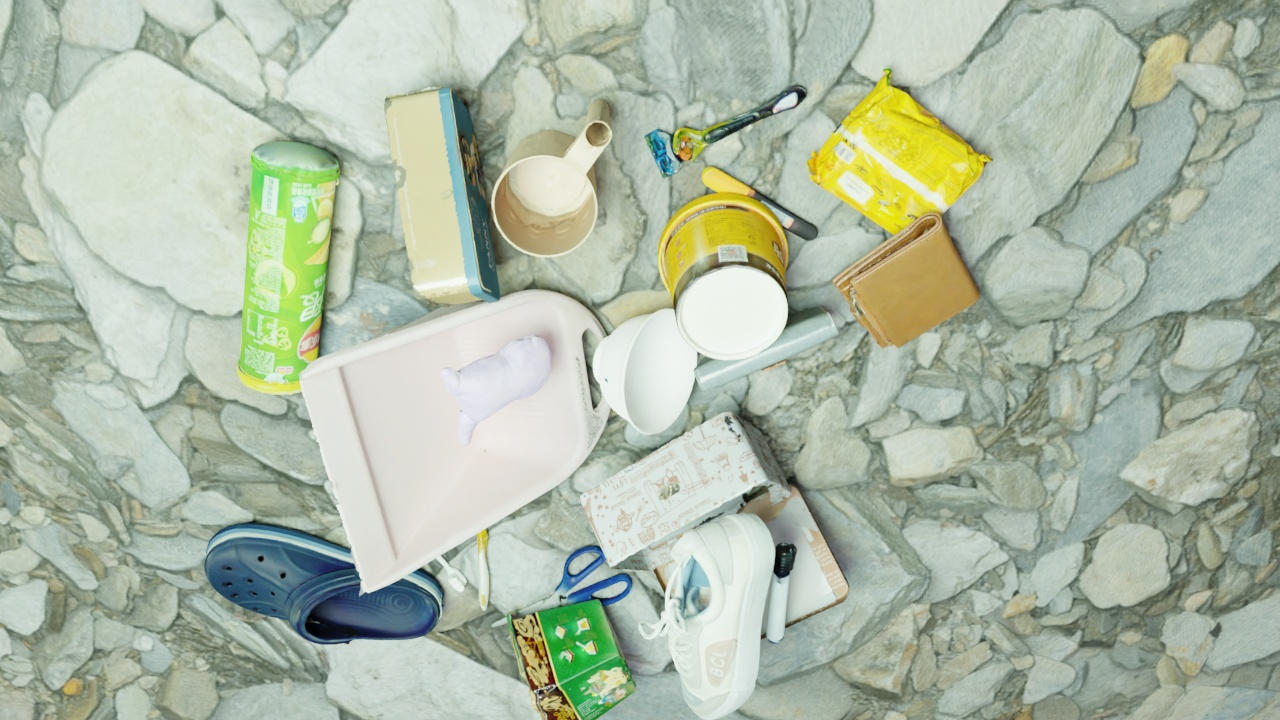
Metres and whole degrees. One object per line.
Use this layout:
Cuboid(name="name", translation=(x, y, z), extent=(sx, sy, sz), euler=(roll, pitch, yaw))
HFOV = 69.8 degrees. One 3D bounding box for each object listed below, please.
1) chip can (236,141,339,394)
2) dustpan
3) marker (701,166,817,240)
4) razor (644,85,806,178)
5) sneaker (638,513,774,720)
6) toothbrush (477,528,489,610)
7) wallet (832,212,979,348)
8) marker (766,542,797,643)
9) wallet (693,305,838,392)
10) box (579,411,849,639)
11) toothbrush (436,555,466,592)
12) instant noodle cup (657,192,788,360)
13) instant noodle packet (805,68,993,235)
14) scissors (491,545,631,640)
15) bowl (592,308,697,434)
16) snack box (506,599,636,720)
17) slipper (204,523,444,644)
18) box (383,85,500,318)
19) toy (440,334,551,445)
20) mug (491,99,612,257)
Cuboid(name="chip can", translation=(-0.312, -0.081, 0.810), extent=(0.072, 0.072, 0.222), euler=(12, 116, -8))
Cuboid(name="dustpan", translation=(-0.139, 0.052, 0.813), extent=(0.139, 0.272, 0.223), euler=(6, 122, 23))
Cuboid(name="marker", translation=(0.109, -0.141, 0.828), extent=(0.124, 0.015, 0.018), euler=(26, 114, -17))
Cuboid(name="razor", translation=(0.077, -0.202, 0.792), extent=(0.143, 0.022, 0.043), euler=(-22, 117, 8))
Cuboid(name="sneaker", translation=(0.053, 0.245, 0.832), extent=(0.090, 0.089, 0.243), euler=(-8, 124, -23))
Cuboid(name="toothbrush", translation=(-0.166, 0.194, 0.986), extent=(0.018, 0.016, 0.192), euler=(-2, 116, -11))
Cuboid(name="wallet", translation=(0.244, -0.066, 0.835), extent=(0.108, 0.031, 0.131), euler=(-34, 139, 15))
Cuboid(name="marker", translation=(0.135, 0.224, 0.879), extent=(0.022, 0.018, 0.131), euler=(-11, 127, -13))
Cuboid(name="wallet", translation=(0.116, -0.009, 0.845), extent=(0.130, 0.106, 0.037), euler=(-24, 93, 10))
Cuboid(name="box", translation=(0.072, 0.179, 0.888), extent=(0.180, 0.156, 0.226), euler=(-29, 83, 12))
Cuboid(name="toothbrush", translation=(-0.241, 0.183, 0.977), extent=(0.016, 0.016, 0.180), euler=(-29, 114, 10))
Cuboid(name="instant noodle cup", translation=(0.075, -0.069, 0.798), extent=(0.118, 0.114, 0.119), euler=(0, 124, 0))
Cuboid(name="instant noodle packet", translation=(0.221, -0.173, 0.799), extent=(0.128, 0.044, 0.111), euler=(34, 113, -15))
Cuboid(name="scissors", translation=(-0.084, 0.272, 1.031), extent=(0.141, 0.012, 0.171), euler=(20, 116, -12))
Cuboid(name="bowl", translation=(-0.005, 0.005, 0.861), extent=(0.065, 0.118, 0.118), euler=(13, 123, 34))
Cuboid(name="snack box", translation=(-0.071, 0.330, 1.007), extent=(0.105, 0.117, 0.118), euler=(-22, 130, -6))
Cuboid(name="slipper", translation=(-0.336, 0.253, 0.968), extent=(0.252, 0.095, 0.105), euler=(18, 112, -14))
Cuboid(name="box", translation=(-0.159, -0.124, 0.750), extent=(0.059, 0.090, 0.184), euler=(-11, 89, 3))
Cuboid(name="toy", translation=(-0.118, 0.019, 0.786), extent=(0.107, 0.039, 0.084), euler=(-33, 138, -34))
Cuboid(name="mug", translation=(-0.066, -0.158, 0.762), extent=(0.084, 0.103, 0.125), euler=(33, 111, -17))
